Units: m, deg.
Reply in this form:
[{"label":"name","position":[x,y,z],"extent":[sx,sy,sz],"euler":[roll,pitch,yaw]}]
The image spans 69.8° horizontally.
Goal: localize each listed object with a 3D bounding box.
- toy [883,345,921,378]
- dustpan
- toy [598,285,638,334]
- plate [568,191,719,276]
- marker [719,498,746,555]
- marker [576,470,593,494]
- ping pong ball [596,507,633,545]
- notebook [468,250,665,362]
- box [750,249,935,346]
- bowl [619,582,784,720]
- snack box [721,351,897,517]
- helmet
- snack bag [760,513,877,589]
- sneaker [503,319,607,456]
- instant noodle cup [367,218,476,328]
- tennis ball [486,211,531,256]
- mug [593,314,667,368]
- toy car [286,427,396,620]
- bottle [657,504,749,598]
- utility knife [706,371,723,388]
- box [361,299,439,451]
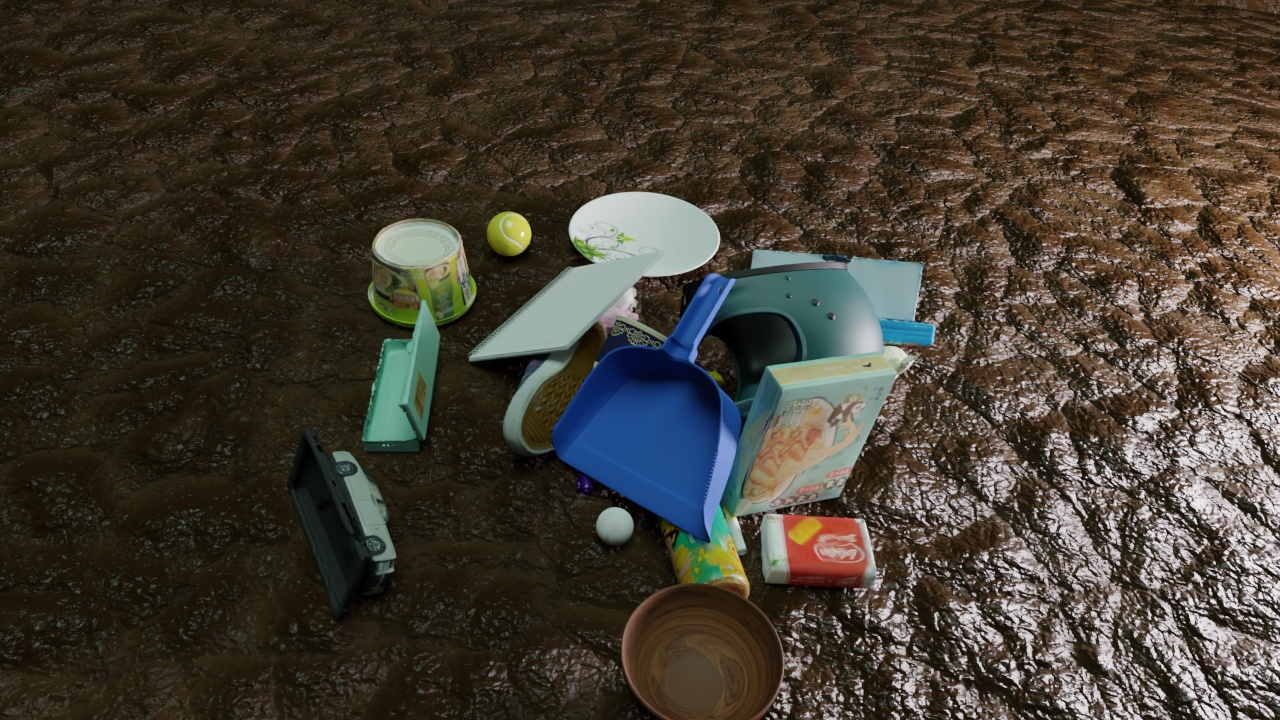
[{"label":"toy","position":[0.313,0.008,1.197],"extent":[0.087,0.050,0.112],"euler":[-31,31,-35]},{"label":"dustpan","position":[0.038,0.027,0.983],"extent":[0.246,0.059,0.257],"euler":[22,78,43]},{"label":"toy","position":[-0.044,-0.064,1.249],"extent":[0.095,0.041,0.108],"euler":[-15,38,-2]},{"label":"plate","position":[0.005,-0.185,1.403],"extent":[0.229,0.030,0.228],"euler":[3,41,-3]},{"label":"marker","position":[0.095,0.162,1.030],"extent":[0.014,0.014,0.132],"euler":[-5,42,-11]},{"label":"marker","position":[-0.064,0.104,1.078],"extent":[0.018,0.015,0.133],"euler":[0,41,-2]},{"label":"ping pong ball","position":[-0.027,0.177,0.979],"extent":[0.040,0.040,0.040],"euler":[3,41,-3]},{"label":"notebook","position":[-0.096,-0.074,1.212],"extent":[0.178,0.013,0.244],"euler":[-6,30,39]},{"label":"box","position":[0.268,-0.087,1.241],"extent":[0.243,0.115,0.094],"euler":[5,7,-1]},{"label":"bowl","position":[0.053,0.286,0.842],"extent":[0.147,0.069,0.147],"euler":[3,42,-3]},{"label":"snack box","position":[0.175,0.081,0.983],"extent":[0.141,0.194,0.044],"euler":[-6,42,-23]},{"label":"helmet","position":[0.160,0.000,1.088],"extent":[0.274,0.177,0.200],"euler":[-7,83,-24]},{"label":"snack bag","position":[0.187,0.202,0.977],"extent":[0.116,0.036,0.076],"euler":[4,41,-2]},{"label":"sneaker","position":[-0.115,0.032,1.122],"extent":[0.079,0.087,0.234],"euler":[-6,33,28]},{"label":"instant noodle cup","position":[-0.299,-0.123,1.249],"extent":[0.146,0.098,0.146],"euler":[3,41,-3]},{"label":"tennis ball","position":[-0.195,-0.187,1.358],"extent":[0.065,0.065,0.065],"euler":[3,41,-3]},{"label":"mug","position":[-0.007,0.007,1.147],"extent":[0.086,0.112,0.089],"euler":[25,85,29]},{"label":"toy car","position":[-0.300,0.162,0.948],"extent":[0.071,0.094,0.191],"euler":[1,36,-38]},{"label":"bottle","position":[0.053,0.168,0.977],"extent":[0.068,0.068,0.209],"euler":[-6,42,-13]},{"label":"utility knife","position":[0.039,0.025,1.118],"extent":[0.172,0.029,0.020],"euler":[3,39,-46]},{"label":"box","position":[-0.286,0.012,1.101],"extent":[0.077,0.093,0.187],"euler":[2,41,-5]}]
